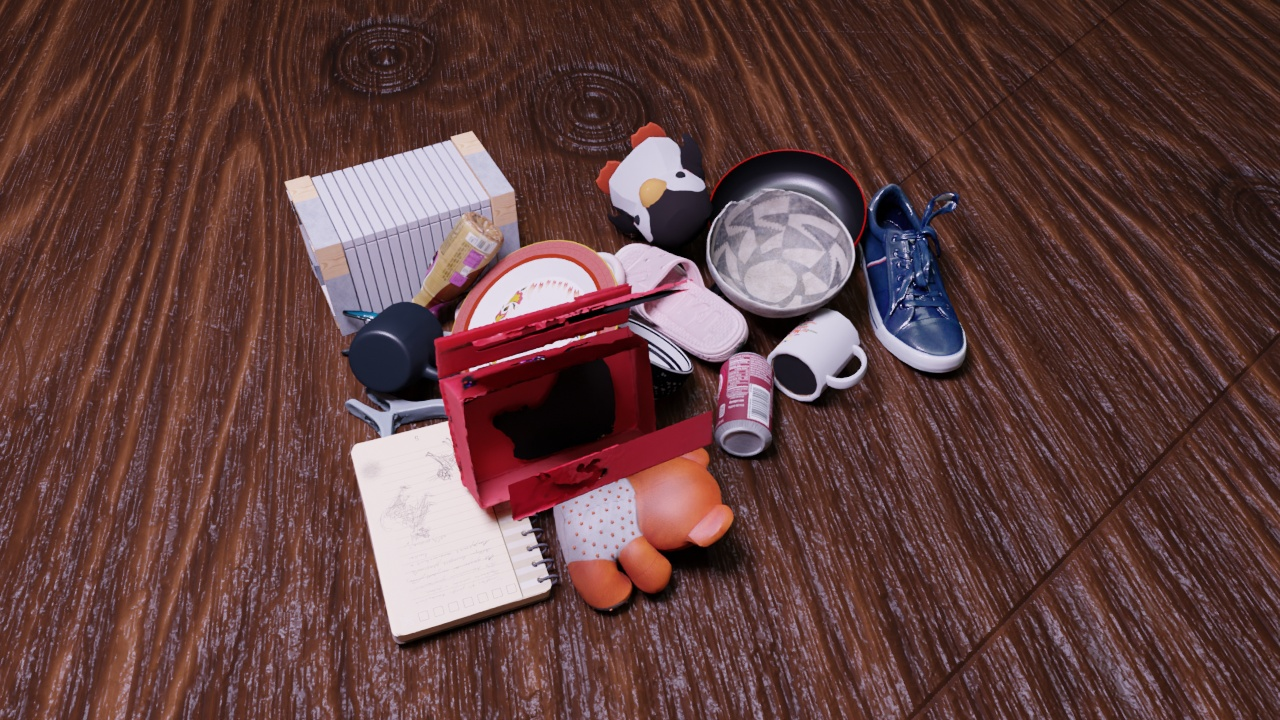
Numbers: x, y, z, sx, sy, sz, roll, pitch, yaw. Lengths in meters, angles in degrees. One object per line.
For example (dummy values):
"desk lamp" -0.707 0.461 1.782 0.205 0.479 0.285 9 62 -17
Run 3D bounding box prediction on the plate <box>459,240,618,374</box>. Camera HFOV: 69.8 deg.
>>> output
"plate" -0.123 -0.035 1.069 0.230 0.021 0.229 -12 62 23

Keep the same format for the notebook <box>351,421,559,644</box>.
"notebook" -0.194 0.160 0.944 0.167 0.024 0.225 -13 56 -17

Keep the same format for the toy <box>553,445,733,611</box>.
"toy" 0.001 0.158 0.937 0.172 0.093 0.163 -18 47 -1

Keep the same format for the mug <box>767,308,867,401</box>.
"mug" 0.217 -0.002 1.083 0.105 0.074 0.089 23 50 33

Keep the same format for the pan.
"pan" 0.151 -0.140 1.218 0.209 0.067 0.355 33 72 22

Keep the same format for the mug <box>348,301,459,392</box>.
"mug" -0.266 -0.006 1.060 0.121 0.085 0.094 26 23 -2

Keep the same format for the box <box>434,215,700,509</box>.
"box" -0.081 -0.008 0.877 0.210 0.319 0.121 -17 53 -23

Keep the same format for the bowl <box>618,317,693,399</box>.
"bowl" -0.006 0.006 1.071 0.120 0.066 0.120 28 18 -10

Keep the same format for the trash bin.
"trash bin" -0.298 -0.166 1.179 0.246 0.143 0.142 -21 52 -19

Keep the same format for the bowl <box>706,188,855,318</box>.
"bowl" 0.167 -0.116 1.127 0.178 0.081 0.178 0 60 0

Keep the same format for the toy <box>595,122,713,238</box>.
"toy" 0.040 -0.209 1.223 0.159 0.140 0.184 -45 33 14

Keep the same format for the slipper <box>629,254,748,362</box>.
"slipper" 0.034 -0.083 1.137 0.094 0.064 0.239 -43 52 -9

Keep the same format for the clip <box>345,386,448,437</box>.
"clip" -0.271 0.097 1.021 0.174 0.030 0.158 14 48 12

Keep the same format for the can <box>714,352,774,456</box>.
"can" 0.120 0.049 1.047 0.063 0.063 0.113 6 48 4

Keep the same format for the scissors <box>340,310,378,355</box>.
"scissors" -0.301 -0.032 1.122 0.148 0.019 0.123 42 97 -5

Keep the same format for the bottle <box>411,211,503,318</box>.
"bottle" -0.235 -0.103 1.125 0.059 0.166 0.059 35 19 -14

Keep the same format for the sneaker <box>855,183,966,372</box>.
"sneaker" 0.352 -0.120 1.167 0.120 0.127 0.294 -4 50 -4
